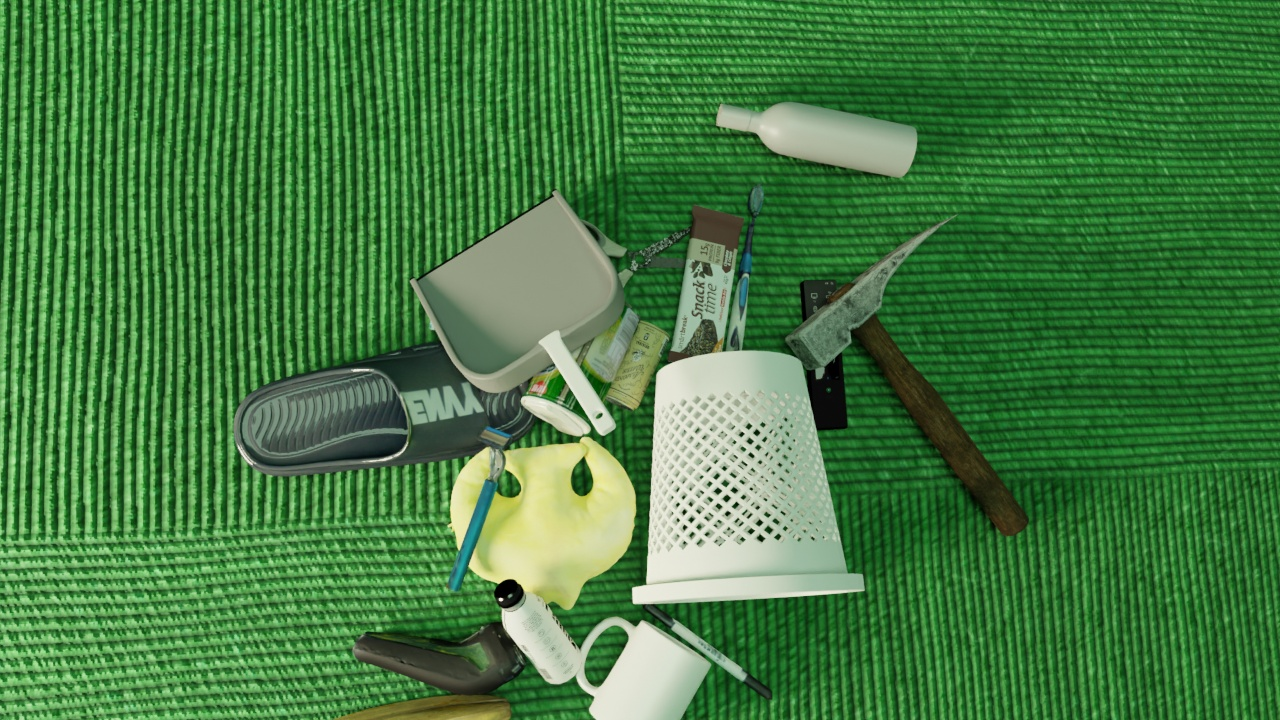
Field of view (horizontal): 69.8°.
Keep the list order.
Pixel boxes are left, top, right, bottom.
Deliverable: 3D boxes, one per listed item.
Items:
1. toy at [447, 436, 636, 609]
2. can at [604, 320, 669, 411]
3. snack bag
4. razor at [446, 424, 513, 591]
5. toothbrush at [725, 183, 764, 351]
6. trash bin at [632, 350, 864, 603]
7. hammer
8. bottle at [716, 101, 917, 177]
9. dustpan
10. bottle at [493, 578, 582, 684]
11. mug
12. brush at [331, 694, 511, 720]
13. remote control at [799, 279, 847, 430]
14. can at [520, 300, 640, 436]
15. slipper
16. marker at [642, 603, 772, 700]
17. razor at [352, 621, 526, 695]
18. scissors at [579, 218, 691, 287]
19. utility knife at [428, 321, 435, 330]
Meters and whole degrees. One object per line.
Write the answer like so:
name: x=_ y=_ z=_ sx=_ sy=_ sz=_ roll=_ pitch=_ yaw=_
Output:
toy: x=-0.088 y=0.148 z=0.825 sx=0.170 sy=0.064 sz=0.155 roll=-5 pitch=94 yaw=-2
can: x=-0.005 y=0.005 z=0.869 sx=0.038 sy=0.038 sz=0.079 roll=26 pitch=80 yaw=-5
snack bag: x=0.065 y=-0.071 z=0.898 sx=0.057 sy=0.013 sz=0.157 roll=12 pitch=82 yaw=-15
razor: x=-0.140 y=0.130 z=0.794 sx=0.022 sy=0.042 sz=0.144 roll=17 pitch=89 yaw=-45
toothbrush: x=0.104 y=-0.085 z=0.907 sx=0.016 sy=0.017 sz=0.189 roll=10 pitch=82 yaw=-9
trash bin: x=0.086 y=0.106 z=0.808 sx=0.195 sy=0.196 sz=0.199 roll=-1 pitch=74 yaw=-9
hammer: x=0.313 y=0.026 z=0.914 sx=0.217 sy=0.037 sz=0.300 roll=-39 pitch=94 yaw=-16
bottle: x=0.173 y=-0.226 z=0.916 sx=0.195 sy=0.052 sz=0.052 roll=9 pitch=82 yaw=-8
dustpan: x=-0.086 y=-0.032 z=0.794 sx=0.163 sy=0.033 sz=0.257 roll=-33 pitch=61 yaw=-4
bottle: x=-0.092 y=0.234 z=0.800 sx=0.041 sy=0.041 sz=0.116 roll=-34 pitch=124 yaw=-11
mug: x=-0.006 y=0.284 z=0.827 sx=0.110 sy=0.074 sz=0.090 roll=28 pitch=79 yaw=21
brush: x=-0.208 y=0.326 z=0.791 sx=0.195 sy=0.059 sz=0.043 roll=-8 pitch=94 yaw=-8
remote control: x=0.182 y=-0.006 z=0.912 sx=0.034 sy=0.013 sz=0.150 roll=-2 pitch=84 yaw=-9
can: x=-0.054 y=0.001 z=0.829 sx=0.067 sy=0.067 sz=0.120 roll=26 pitch=72 yaw=-5
slipper: x=-0.225 y=0.040 z=0.809 sx=0.268 sy=0.083 sz=0.110 roll=-9 pitch=83 yaw=-10
marker: x=0.064 y=0.273 z=0.863 sx=0.152 sy=0.011 sz=0.011 roll=37 pitch=79 yaw=-3
razor: x=-0.175 y=0.257 z=0.812 sx=0.151 sy=0.054 sz=0.067 roll=11 pitch=74 yaw=-1
scissors: x=-0.020 y=-0.091 z=0.891 sx=0.157 sy=0.013 sz=0.165 roll=29 pitch=81 yaw=-12
utility knife: x=-0.109 y=-0.023 z=0.867 sx=0.179 sy=0.015 sz=0.022 roll=11 pitch=82 yaw=-6
